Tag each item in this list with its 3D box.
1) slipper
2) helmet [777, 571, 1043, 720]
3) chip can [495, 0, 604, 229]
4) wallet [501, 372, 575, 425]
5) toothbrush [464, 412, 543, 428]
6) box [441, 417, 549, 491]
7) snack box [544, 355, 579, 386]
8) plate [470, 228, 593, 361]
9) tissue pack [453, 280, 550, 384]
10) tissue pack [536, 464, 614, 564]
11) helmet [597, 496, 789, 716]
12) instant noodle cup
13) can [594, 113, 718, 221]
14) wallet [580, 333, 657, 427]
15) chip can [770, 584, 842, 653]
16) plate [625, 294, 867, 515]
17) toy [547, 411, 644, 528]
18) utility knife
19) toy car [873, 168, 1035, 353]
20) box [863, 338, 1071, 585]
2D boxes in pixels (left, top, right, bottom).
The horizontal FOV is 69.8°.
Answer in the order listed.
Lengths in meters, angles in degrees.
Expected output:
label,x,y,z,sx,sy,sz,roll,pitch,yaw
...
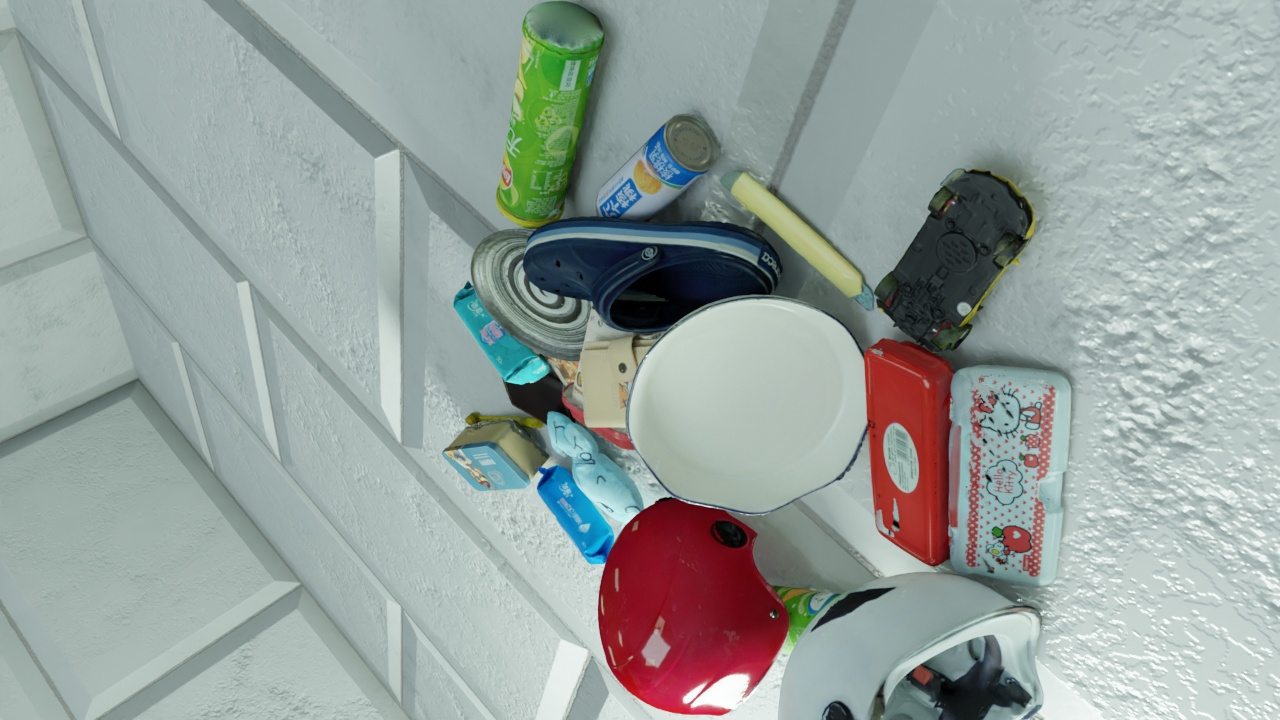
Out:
label,x,y,z,sx,sy,sz,roll,pitch,yaw
slipper,0.003,-0.067,0.818,0.253,0.095,0.105,4,151,32
helmet,0.214,0.277,0.785,0.146,0.228,0.259,39,124,51
chip can,-0.088,-0.225,0.858,0.072,0.072,0.222,44,144,17
wallet,-0.131,0.045,1.177,0.122,0.020,0.096,26,141,35
toothbrush,-0.195,0.086,1.289,0.190,0.016,0.016,0,118,51
box,-0.201,0.133,1.282,0.090,0.062,0.185,48,151,-16
snack box,-0.082,-0.013,1.063,0.153,0.026,0.075,56,145,1
plate,-0.099,-0.072,0.980,0.179,0.024,0.180,18,141,16
tissue pack,-0.166,-0.032,1.095,0.133,0.050,0.093,54,-179,6
tissue pack,-0.081,0.202,1.197,0.157,0.052,0.095,53,169,6
helmet,0.027,0.251,0.964,0.208,0.143,0.239,-55,43,36
instant noodle cup,-0.005,0.005,0.920,0.117,0.116,0.124,29,125,34
can,0.010,-0.160,0.807,0.053,0.053,0.135,57,146,-1
wallet,-0.008,0.019,0.844,0.115,0.024,0.087,-2,93,39
chip can,0.144,0.275,0.978,0.237,0.072,0.072,-10,109,54
plate,0.091,0.035,0.775,0.045,0.205,0.205,-97,-6,-64
toy,-0.056,0.138,1.129,0.161,0.049,0.156,19,141,50
utility knife,0.127,-0.099,0.745,0.167,0.018,0.031,49,149,14
toy car,0.218,-0.067,0.636,0.071,0.041,0.156,42,145,20
box,0.249,0.084,0.718,0.161,0.058,0.201,16,130,39
